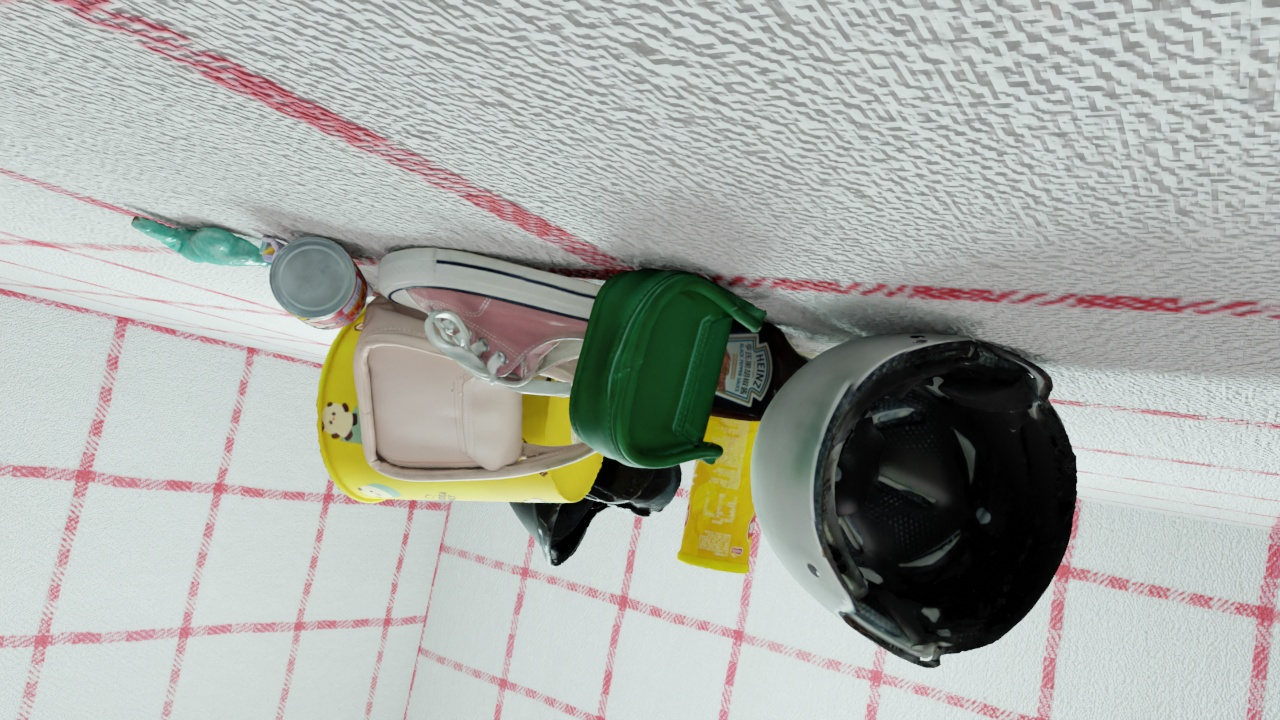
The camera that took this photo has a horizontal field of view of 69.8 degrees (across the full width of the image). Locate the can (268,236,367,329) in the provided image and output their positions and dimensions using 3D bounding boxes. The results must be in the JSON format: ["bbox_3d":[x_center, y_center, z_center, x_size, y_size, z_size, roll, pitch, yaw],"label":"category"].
[{"bbox_3d":[-0.262,-0.061,0.756,0.066,0.066,0.094,12,174,-9],"label":"can"}]

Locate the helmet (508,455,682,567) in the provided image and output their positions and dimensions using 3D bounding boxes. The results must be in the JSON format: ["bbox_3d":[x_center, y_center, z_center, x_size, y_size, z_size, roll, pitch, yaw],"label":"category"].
[{"bbox_3d":[-0.073,0.123,1.198,0.230,0.274,0.233,36,176,18],"label":"helmet"}]

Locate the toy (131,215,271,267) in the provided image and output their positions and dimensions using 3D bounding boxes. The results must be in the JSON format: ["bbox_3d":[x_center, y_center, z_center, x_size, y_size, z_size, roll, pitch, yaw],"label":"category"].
[{"bbox_3d":[-0.378,-0.100,0.785,0.092,0.030,0.096,4,165,32],"label":"toy"}]

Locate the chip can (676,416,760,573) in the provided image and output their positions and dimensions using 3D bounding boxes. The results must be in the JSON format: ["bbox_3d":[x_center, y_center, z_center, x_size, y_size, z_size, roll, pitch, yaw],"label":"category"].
[{"bbox_3d":[0.088,0.098,0.903,0.072,0.213,0.072,10,174,1],"label":"chip can"}]

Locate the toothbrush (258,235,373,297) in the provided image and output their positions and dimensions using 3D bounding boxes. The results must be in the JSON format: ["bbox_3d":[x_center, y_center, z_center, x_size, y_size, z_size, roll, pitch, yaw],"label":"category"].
[{"bbox_3d":[-0.293,-0.081,0.851,0.021,0.029,0.189,-28,170,5],"label":"toothbrush"}]

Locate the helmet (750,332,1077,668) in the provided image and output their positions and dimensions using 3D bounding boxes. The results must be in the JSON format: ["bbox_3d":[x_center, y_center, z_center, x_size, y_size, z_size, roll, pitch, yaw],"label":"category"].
[{"bbox_3d":[0.183,0.088,0.676,0.273,0.230,0.157,24,177,-38],"label":"helmet"}]

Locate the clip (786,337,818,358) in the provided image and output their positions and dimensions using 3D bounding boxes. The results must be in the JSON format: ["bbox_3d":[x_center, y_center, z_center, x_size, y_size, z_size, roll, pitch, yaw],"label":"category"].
[{"bbox_3d":[0.122,-0.001,0.784,0.102,0.035,0.095,8,176,-14],"label":"clip"}]

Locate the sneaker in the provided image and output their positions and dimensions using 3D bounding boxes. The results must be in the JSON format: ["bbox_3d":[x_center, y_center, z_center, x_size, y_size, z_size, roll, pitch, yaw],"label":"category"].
[{"bbox_3d":[-0.105,-0.025,0.689,0.241,0.088,0.118,13,175,24],"label":"sneaker"}]

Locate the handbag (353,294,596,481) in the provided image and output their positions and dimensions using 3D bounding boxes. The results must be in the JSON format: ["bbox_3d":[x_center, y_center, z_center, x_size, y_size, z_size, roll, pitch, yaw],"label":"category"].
[{"bbox_3d":[-0.131,0.035,0.822,0.234,0.093,0.194,11,136,2],"label":"handbag"}]

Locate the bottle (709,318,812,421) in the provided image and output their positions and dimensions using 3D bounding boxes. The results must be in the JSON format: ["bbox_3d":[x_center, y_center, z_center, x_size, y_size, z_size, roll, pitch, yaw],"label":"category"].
[{"bbox_3d":[0.094,0.009,0.718,0.194,0.080,0.044,10,175,-31],"label":"bottle"}]

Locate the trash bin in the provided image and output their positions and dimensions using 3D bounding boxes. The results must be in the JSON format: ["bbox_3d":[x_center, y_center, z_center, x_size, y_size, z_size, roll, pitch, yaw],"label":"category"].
[{"bbox_3d":[-0.182,0.055,1.021,0.256,0.229,0.229,3,172,18],"label":"trash bin"}]

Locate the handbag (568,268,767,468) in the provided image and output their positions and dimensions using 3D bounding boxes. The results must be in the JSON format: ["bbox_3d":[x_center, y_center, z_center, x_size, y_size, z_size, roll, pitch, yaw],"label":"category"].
[{"bbox_3d":[0.021,0.007,0.607,0.120,0.131,0.068,10,-175,-36],"label":"handbag"}]
